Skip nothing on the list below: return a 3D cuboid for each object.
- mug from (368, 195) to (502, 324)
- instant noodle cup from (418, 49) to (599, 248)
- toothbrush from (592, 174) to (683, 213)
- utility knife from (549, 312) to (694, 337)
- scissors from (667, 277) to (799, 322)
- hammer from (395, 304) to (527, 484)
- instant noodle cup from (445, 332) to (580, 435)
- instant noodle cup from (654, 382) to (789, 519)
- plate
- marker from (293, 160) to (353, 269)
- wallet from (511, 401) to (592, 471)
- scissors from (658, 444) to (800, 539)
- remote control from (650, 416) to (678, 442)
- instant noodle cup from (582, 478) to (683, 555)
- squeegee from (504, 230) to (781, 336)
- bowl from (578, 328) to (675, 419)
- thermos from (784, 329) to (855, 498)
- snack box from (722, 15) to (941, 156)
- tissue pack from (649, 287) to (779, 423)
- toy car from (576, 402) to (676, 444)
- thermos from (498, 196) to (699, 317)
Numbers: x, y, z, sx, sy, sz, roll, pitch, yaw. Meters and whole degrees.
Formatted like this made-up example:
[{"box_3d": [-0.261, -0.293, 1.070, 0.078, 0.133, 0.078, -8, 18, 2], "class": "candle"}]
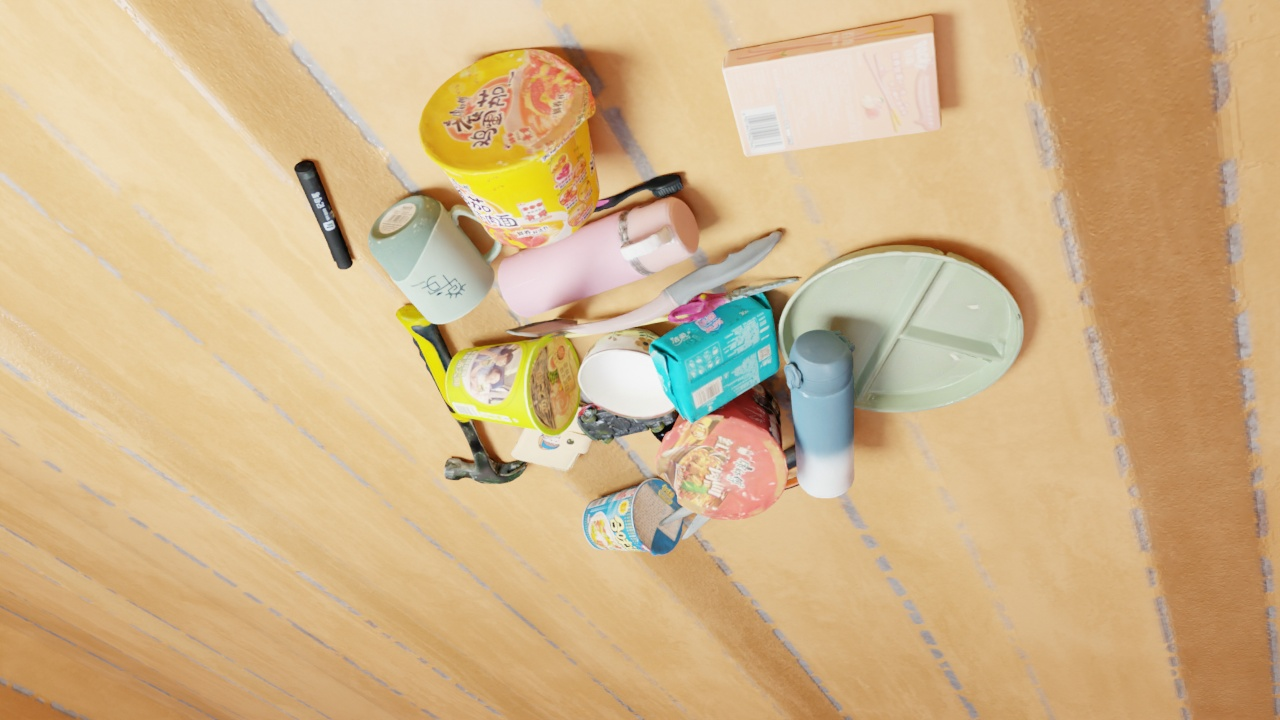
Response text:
[{"box_3d": [-0.195, -0.108, 0.898, 0.112, 0.082, 0.106, -31, 128, 3], "class": "mug"}, {"box_3d": [-0.098, -0.167, 0.758, 0.138, 0.137, 0.110, 0, 147, 15], "class": "instant noodle cup"}, {"box_3d": [-0.044, -0.142, 0.860, 0.190, 0.014, 0.018, -13, 143, 28], "class": "toothbrush"}, {"box_3d": [-0.016, -0.037, 0.951, 0.166, 0.030, 0.018, -15, 98, 16], "class": "utility knife"}, {"box_3d": [0.088, -0.062, 0.885, 0.133, 0.056, 0.017, -13, 120, 1], "class": "scissors"}, {"box_3d": [-0.221, 0.053, 1.125, 0.126, 0.031, 0.324, 3, 139, 13], "class": "hammer"}, {"box_3d": [-0.146, 0.025, 1.021, 0.124, 0.111, 0.112, 1, 140, 28], "class": "instant noodle cup"}, {"box_3d": [0.096, 0.087, 0.994, 0.138, 0.108, 0.138, 6, 123, 10], "class": "instant noodle cup"}, {"box_3d": [0.251, -0.028, 0.899, 0.230, 0.027, 0.231, 8, 140, 7], "class": "plate"}, {"box_3d": [-0.320, -0.145, 0.930, 0.022, 0.020, 0.132, 31, 149, 26], "class": "marker"}, {"box_3d": [-0.099, 0.091, 1.128, 0.087, 0.024, 0.115, 16, 128, -18], "class": "wallet"}, {"box_3d": [0.104, 0.142, 1.114, 0.230, 0.021, 0.190, -15, 125, 16], "class": "scissors"}, {"box_3d": [0.066, 0.103, 1.107, 0.053, 0.024, 0.136, -25, 129, 32], "class": "remote control"}, {"box_3d": [-0.017, 0.211, 1.211, 0.110, 0.099, 0.099, -15, 133, 41], "class": "instant noodle cup"}, {"box_3d": [0.018, -0.061, 0.858, 0.250, 0.247, 0.040, -21, 92, 7], "class": "squeegee"}, {"box_3d": [-0.006, 0.006, 0.984, 0.113, 0.062, 0.114, 7, 139, 6], "class": "bowl"}, {"box_3d": [0.187, 0.057, 0.946, 0.070, 0.070, 0.221, 1, 140, 15], "class": "thermos"}, {"box_3d": [0.149, -0.210, 0.713, 0.157, 0.026, 0.084, -4, 137, 20], "class": "snack box"}, {"box_3d": [0.079, -0.007, 0.912, 0.133, 0.050, 0.093, -30, 134, -15], "class": "tissue pack"}, {"box_3d": [-0.016, 0.060, 1.064, 0.121, 0.045, 0.053, -16, 130, 24], "class": "toy car"}, {"box_3d": [-0.044, -0.093, 0.861, 0.199, 0.087, 0.067, -15, 106, 32], "class": "thermos"}]
